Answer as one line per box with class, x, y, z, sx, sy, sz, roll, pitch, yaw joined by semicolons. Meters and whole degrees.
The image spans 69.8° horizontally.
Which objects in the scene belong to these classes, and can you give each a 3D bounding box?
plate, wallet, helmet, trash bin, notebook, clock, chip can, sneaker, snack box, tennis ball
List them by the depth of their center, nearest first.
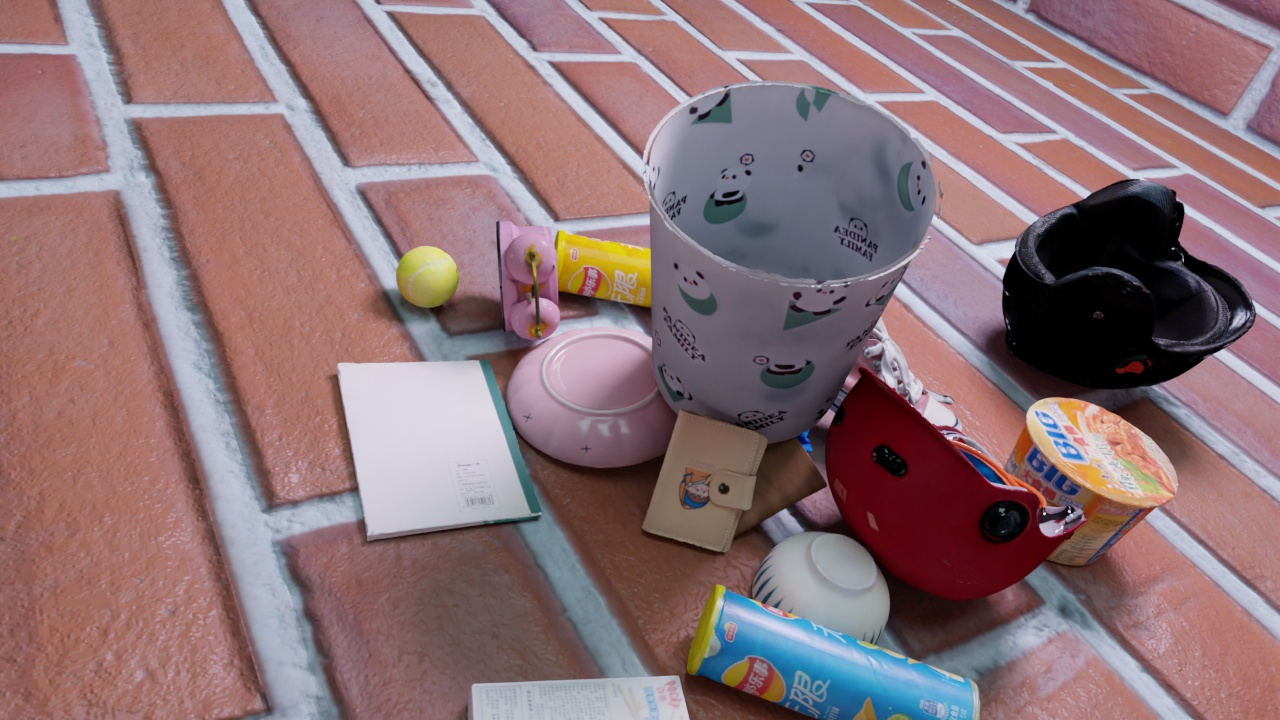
snack box;-0.040;0.266;0.641;0.156;0.027;0.084;4;39;-17
chip can;0.145;0.242;0.705;0.210;0.071;0.071;20;38;3
trash bin;0.107;-0.068;0.795;0.229;0.252;0.229;2;53;-3
helmet;0.246;0.120;0.806;0.240;0.144;0.207;30;10;-30
wallet;0.059;0.108;0.808;0.087;0.115;0.024;16;8;-4
notebook;-0.188;0.071;0.838;0.150;0.012;0.209;-3;42;-24
wallet;0.103;0.095;0.861;0.101;0.020;0.115;-29;56;1
plate;-0.037;0.023;0.906;0.192;0.039;0.192;2;41;-2
sneaker;0.236;0.010;0.948;0.241;0.088;0.118;31;33;1
clock;-0.117;-0.083;0.954;0.059;0.117;0.158;-3;20;-9
tennis ball;-0.227;-0.089;0.979;0.065;0.066;0.065;11;38;-9
chip can;0.000;-0.097;1.074;0.213;0.072;0.072;10;38;-11
helmet;0.588;-0.073;1.140;0.275;0.231;0.232;27;53;14

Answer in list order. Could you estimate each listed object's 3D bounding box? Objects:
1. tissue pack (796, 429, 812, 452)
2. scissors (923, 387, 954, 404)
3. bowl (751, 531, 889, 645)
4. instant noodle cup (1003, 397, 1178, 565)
tissue pack;0.118;0.041;0.962;0.095;0.052;0.157;3;40;-14
scissors;0.252;0.006;1.069;0.189;0.015;0.223;2;33;-14
bowl;0.160;0.190;0.780;0.116;0.066;0.116;11;38;-9
instant noodle cup;0.438;0.127;0.928;0.151;0.112;0.151;11;38;-9
